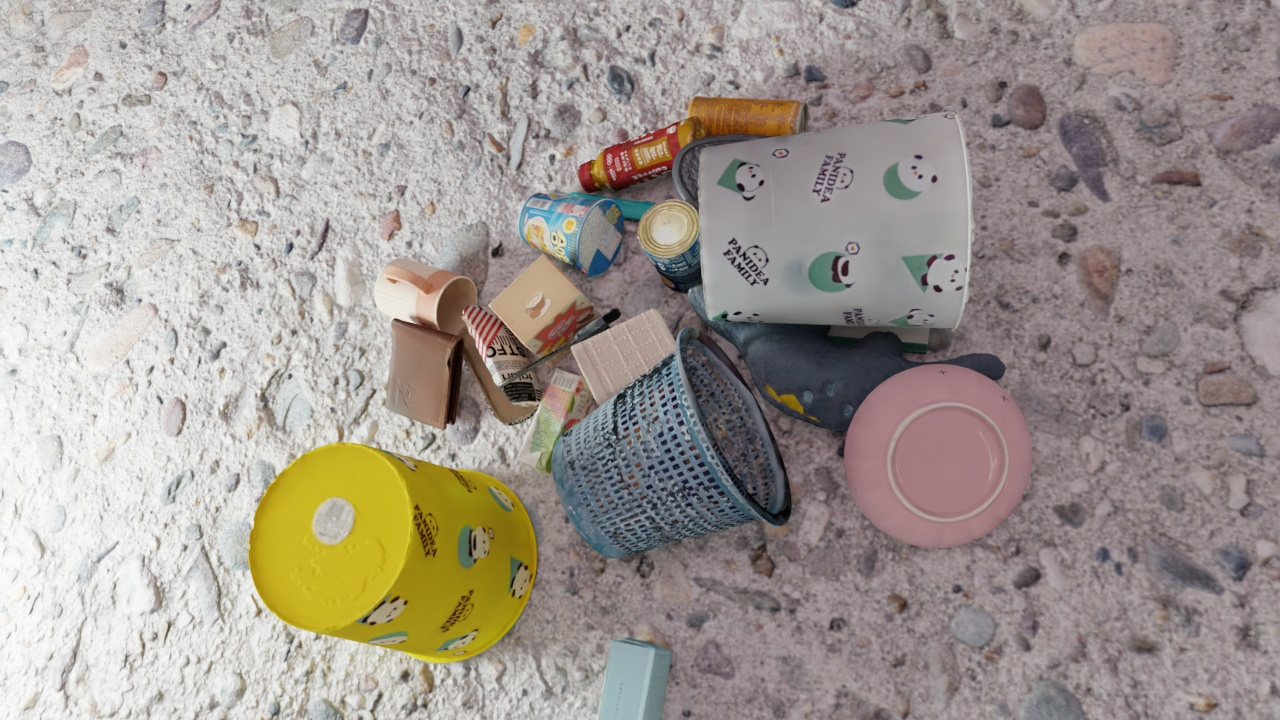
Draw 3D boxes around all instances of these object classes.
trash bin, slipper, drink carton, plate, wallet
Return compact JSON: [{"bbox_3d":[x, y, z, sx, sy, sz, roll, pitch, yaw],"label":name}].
[{"bbox_3d":[-0.266,0.206,0.995,0.230,0.255,0.229,-5,70,15],"label":"trash bin"},{"bbox_3d":[0.171,-0.205,1.108,0.268,0.083,0.110,0,77,-2],"label":"slipper"},{"bbox_3d":[0.022,0.106,0.979,0.195,0.226,0.226,-28,66,19],"label":"trash bin"},{"bbox_3d":[-0.102,0.075,1.100,0.045,0.053,0.122,18,77,23],"label":"drink carton"},{"bbox_3d":[0.307,0.100,0.933,0.192,0.039,0.192,0,94,1],"label":"plate"},{"bbox_3d":[0.193,-0.138,0.954,0.252,0.230,0.229,-2,71,8],"label":"trash bin"},{"bbox_3d":[-0.275,0.016,1.158,0.101,0.032,0.125,15,106,22],"label":"wallet"}]

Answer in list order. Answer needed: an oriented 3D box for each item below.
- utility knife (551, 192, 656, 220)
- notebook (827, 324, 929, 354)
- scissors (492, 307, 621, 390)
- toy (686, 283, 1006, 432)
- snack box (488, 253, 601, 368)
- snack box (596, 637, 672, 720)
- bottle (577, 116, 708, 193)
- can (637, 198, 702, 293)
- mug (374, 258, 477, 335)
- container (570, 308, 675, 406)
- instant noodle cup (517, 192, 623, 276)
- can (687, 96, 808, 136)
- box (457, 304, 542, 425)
[{"bbox_3d":[-0.044,-0.203,1.200,0.175,0.013,0.029,13,74,24],"label":"utility knife"},{"bbox_3d":[0.236,-0.088,1.076,0.209,0.012,0.150,6,75,19],"label":"notebook"},{"bbox_3d":[-0.093,-0.015,1.085,0.163,0.164,0.014,-35,85,26],"label":"scissors"},{"bbox_3d":[0.204,0.005,1.010,0.357,0.091,0.137,18,76,19],"label":"toy"},{"bbox_3d":[-0.114,-0.059,1.127,0.093,0.094,0.077,-43,66,-1],"label":"snack box"},{"bbox_3d":[-0.013,0.382,0.957,0.052,0.074,0.174,7,74,18],"label":"snack box"},{"bbox_3d":[0.002,-0.256,1.165,0.175,0.057,0.057,-13,68,29],"label":"bottle"},{"bbox_3d":[0.046,-0.135,1.095,0.075,0.111,0.075,-5,70,15],"label":"can"},{"bbox_3d":[-0.284,-0.088,1.177,0.106,0.114,0.081,18,78,24],"label":"mug"},{"bbox_3d":[-0.006,0.006,1.077,0.111,0.090,0.090,-28,66,3],"label":"container"},{"bbox_3d":[-0.094,-0.168,1.163,0.110,0.099,0.099,20,78,28],"label":"instant noodle cup"},{"bbox_3d":[0.134,-0.300,1.154,0.146,0.058,0.058,9,74,19],"label":"can"},{"bbox_3d":[-0.181,0.010,1.149,0.163,0.076,0.086,55,127,27],"label":"box"}]
